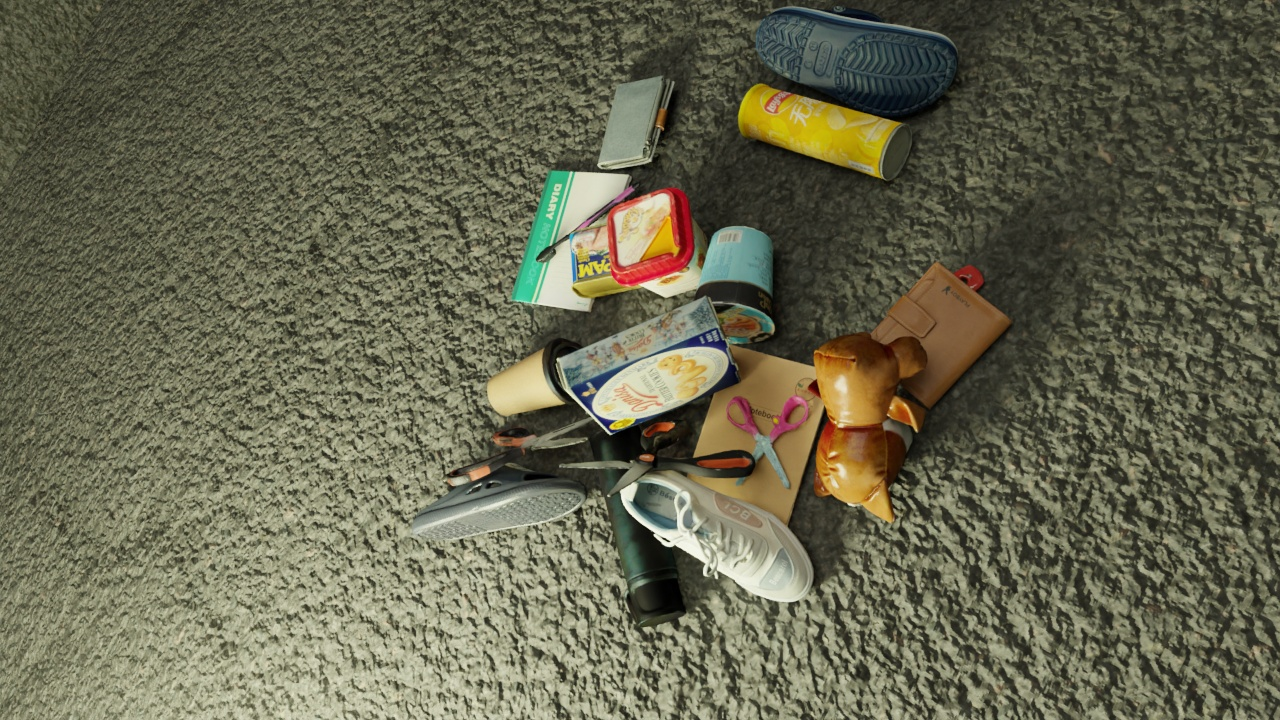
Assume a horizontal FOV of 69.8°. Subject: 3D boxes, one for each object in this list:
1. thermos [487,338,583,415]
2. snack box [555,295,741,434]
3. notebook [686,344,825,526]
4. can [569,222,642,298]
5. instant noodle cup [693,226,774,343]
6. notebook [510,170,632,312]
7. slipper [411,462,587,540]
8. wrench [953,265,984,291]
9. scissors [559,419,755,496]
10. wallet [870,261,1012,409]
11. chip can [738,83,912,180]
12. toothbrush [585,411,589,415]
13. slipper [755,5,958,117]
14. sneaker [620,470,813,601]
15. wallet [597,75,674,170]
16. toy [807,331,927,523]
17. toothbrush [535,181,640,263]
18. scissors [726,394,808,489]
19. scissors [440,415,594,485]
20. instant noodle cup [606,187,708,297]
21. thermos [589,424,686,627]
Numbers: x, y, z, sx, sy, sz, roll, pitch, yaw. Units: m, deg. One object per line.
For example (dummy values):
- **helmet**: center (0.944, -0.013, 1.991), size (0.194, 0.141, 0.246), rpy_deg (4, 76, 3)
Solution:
- **thermos**: center (-0.137, 0.028, 1.254), size (0.144, 0.093, 0.093), rpy_deg (-20, 65, 33)
- **snack box**: center (0.016, 0.012, 1.061), size (0.182, 0.178, 0.045), rpy_deg (-23, 66, 5)
- **notebook**: center (0.138, 0.095, 1.106), size (0.148, 0.008, 0.207), rpy_deg (17, 88, 35)
- **can**: center (-0.046, -0.140, 1.259), size (0.102, 0.057, 0.083), rpy_deg (-11, 71, 15)
- **instant noodle cup**: center (0.120, -0.097, 1.139), size (0.111, 0.111, 0.120), rpy_deg (-2, 65, 29)
- **notebook**: center (-0.104, -0.178, 1.342), size (0.151, 0.012, 0.209), rpy_deg (10, 80, 33)
- **slipper**: center (-0.197, 0.178, 1.225), size (0.269, 0.110, 0.083), rpy_deg (-19, 63, 27)
- **wrench**: center (0.275, -0.024, 1.072), size (0.274, 0.016, 0.056), rpy_deg (-33, 61, 18)
- **scissors**: center (0.026, 0.111, 1.061), size (0.232, 0.220, 0.022), rpy_deg (6, 108, 4)
- **wallet**: center (0.326, -0.029, 1.023), size (0.108, 0.031, 0.132), rpy_deg (45, 100, 17)
- **chip can**: center (0.227, -0.288, 1.150), size (0.213, 0.072, 0.072), rpy_deg (28, 89, 34)
- **toothbrush**: center (-0.007, 0.007, 1.225), size (0.188, 0.016, 0.017), rpy_deg (-47, 67, 8)
- **slipper**: center (0.270, -0.381, 1.148), size (0.253, 0.105, 0.095), rpy_deg (20, 43, 20)
- **sneaker**: center (0.085, 0.192, 1.034), size (0.242, 0.090, 0.089), rpy_deg (29, 95, 14)
- **wallet**: center (-0.004, -0.340, 1.322), size (0.107, 0.037, 0.129), rpy_deg (3, 75, 42)
- **toy**: center (0.244, 0.069, 0.996), size (0.140, 0.130, 0.199), rpy_deg (-165, 77, -64)
- **toothbrush**: center (-0.074, -0.196, 1.316), size (0.189, 0.017, 0.014), rpy_deg (-35, 61, 13)
- **scissors**: center (0.144, 0.091, 1.089), size (0.135, 0.017, 0.133), rpy_deg (38, 103, 31)
- **scissors**: center (-0.157, 0.115, 1.210), size (0.224, 0.188, 0.015), rpy_deg (-6, 110, 47)
- **instant noodle cup**: center (0.031, -0.144, 1.185), size (0.117, 0.124, 0.116), rpy_deg (-16, 68, 25)
- **thermos**: center (-0.011, 0.205, 1.136), size (0.090, 0.068, 0.242), rpy_deg (-37, 57, 41)
